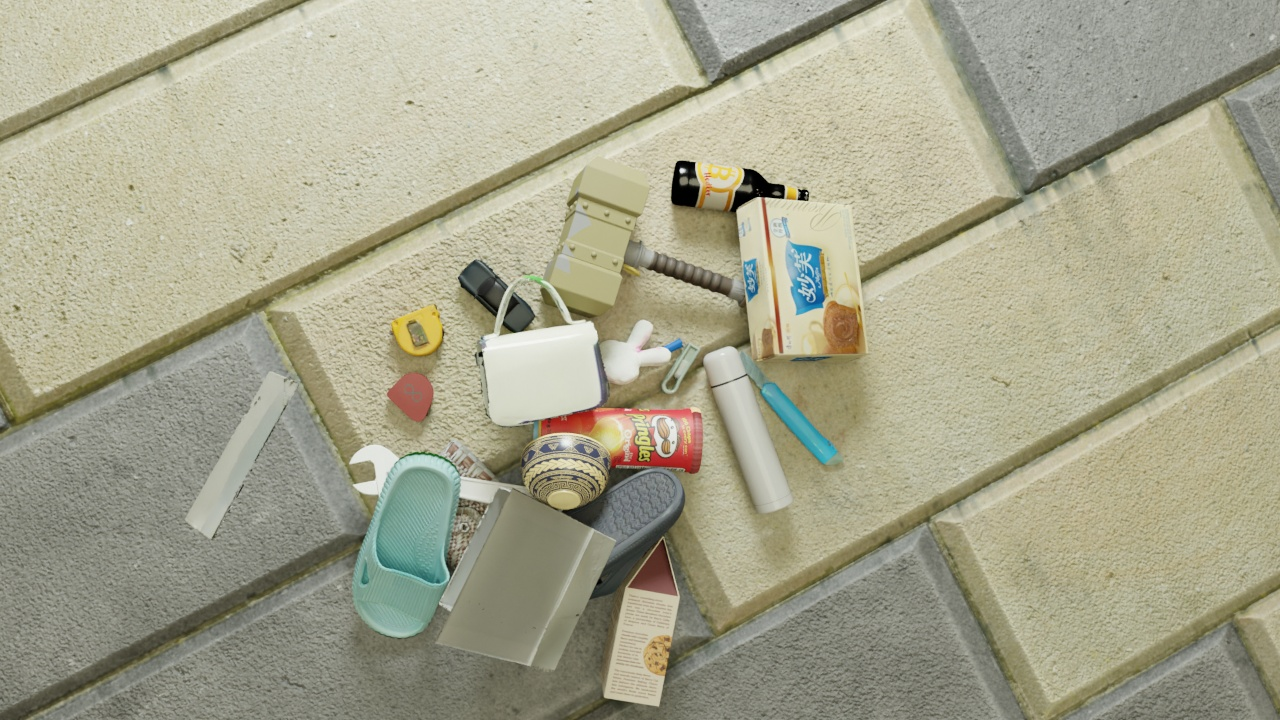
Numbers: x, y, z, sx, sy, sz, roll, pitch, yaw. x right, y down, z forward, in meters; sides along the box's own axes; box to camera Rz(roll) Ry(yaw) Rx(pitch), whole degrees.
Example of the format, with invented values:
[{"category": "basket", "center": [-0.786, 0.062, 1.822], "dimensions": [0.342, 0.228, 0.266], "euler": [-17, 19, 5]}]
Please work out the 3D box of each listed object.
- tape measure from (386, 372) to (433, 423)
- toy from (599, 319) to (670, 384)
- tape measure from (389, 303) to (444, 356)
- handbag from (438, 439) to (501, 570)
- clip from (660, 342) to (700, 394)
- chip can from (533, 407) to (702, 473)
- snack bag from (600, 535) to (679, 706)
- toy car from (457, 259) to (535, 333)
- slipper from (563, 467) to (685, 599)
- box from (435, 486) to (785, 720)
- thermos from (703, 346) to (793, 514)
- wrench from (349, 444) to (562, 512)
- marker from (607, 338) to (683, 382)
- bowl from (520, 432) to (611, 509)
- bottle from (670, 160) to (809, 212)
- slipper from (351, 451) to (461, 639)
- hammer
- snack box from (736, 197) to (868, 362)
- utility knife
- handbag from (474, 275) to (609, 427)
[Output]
[{"category": "tape measure", "center": [-0.293, 0.046, 1.197], "dimensions": [0.051, 0.019, 0.059], "euler": [-46, 100, -7]}, {"category": "toy", "center": [-0.027, -0.001, 1.205], "dimensions": [0.125, 0.037, 0.076], "euler": [-28, 60, -14]}, {"category": "tape measure", "center": [-0.288, -0.034, 1.194], "dimensions": [0.068, 0.030, 0.059], "euler": [-22, 89, -5]}, {"category": "handbag", "center": [-0.218, 0.207, 1.187], "dimensions": [0.186, 0.047, 0.124], "euler": [44, 84, -3]}, {"category": "clip", "center": [0.053, 0.012, 1.226], "dimensions": [0.023, 0.043, 0.076], "euler": [32, 87, -2]}, {"category": "chip can", "center": [-0.030, 0.101, 1.188], "dimensions": [0.213, 0.087, 0.087], "euler": [2, 88, -5]}, {"category": "snack bag", "center": [0.004, 0.321, 1.181], "dimensions": [0.070, 0.094, 0.206], "euler": [11, 88, -5]}, {"category": "toy car", "center": [-0.188, -0.083, 1.202], "dimensions": [0.112, 0.034, 0.046], "euler": [44, 85, -3]}, {"category": "slipper", "center": [-0.055, 0.237, 1.157], "dimensions": [0.268, 0.110, 0.083], "euler": [-33, 134, -2]}, {"category": "box", "center": [-0.065, 0.247, 0.906], "dimensions": [0.234, 0.529, 0.166], "euler": [27, 78, -8]}, {"category": "thermos", "center": [0.141, 0.091, 1.220], "dimensions": [0.052, 0.052, 0.224], "euler": [-20, 91, -6]}, {"category": "wrench", "center": [-0.229, 0.160, 1.160], "dimensions": [0.273, 0.018, 0.066], "euler": [12, 79, -11]}, {"category": "marker", "center": [-0.007, 0.007, 1.229], "dimensions": [0.142, 0.013, 0.013], "euler": [-27, 91, -5]}, {"category": "bowl", "center": [-0.092, 0.147, 1.127], "dimensions": [0.112, 0.113, 0.061], "euler": [4, 49, -5]}, {"category": "bottle", "center": [0.134, -0.227, 1.223], "dimensions": [0.181, 0.059, 0.059], "euler": [6, 88, -5]}, {"category": "slipper", "center": [-0.288, 0.239, 1.126], "dimensions": [0.116, 0.069, 0.277], "euler": [15, 110, -9]}, {"category": "hammer", "center": [0.051, -0.119, 1.203], "dimensions": [0.324, 0.101, 0.190], "euler": [18, 87, -12]}, {"category": "snack box", "center": [0.212, -0.102, 1.194], "dimensions": [0.153, 0.055, 0.207], "euler": [-1, 81, -28]}, {"category": "utility knife", "center": [0.201, 0.067, 1.245], "dimensions": [0.031, 0.015, 0.207], "euler": [-42, 96, -6]}, {"category": "handbag", "center": [-0.127, -0.017, 1.122], "dimensions": [0.151, 0.074, 0.176], "euler": [-11, 100, -16]}]
